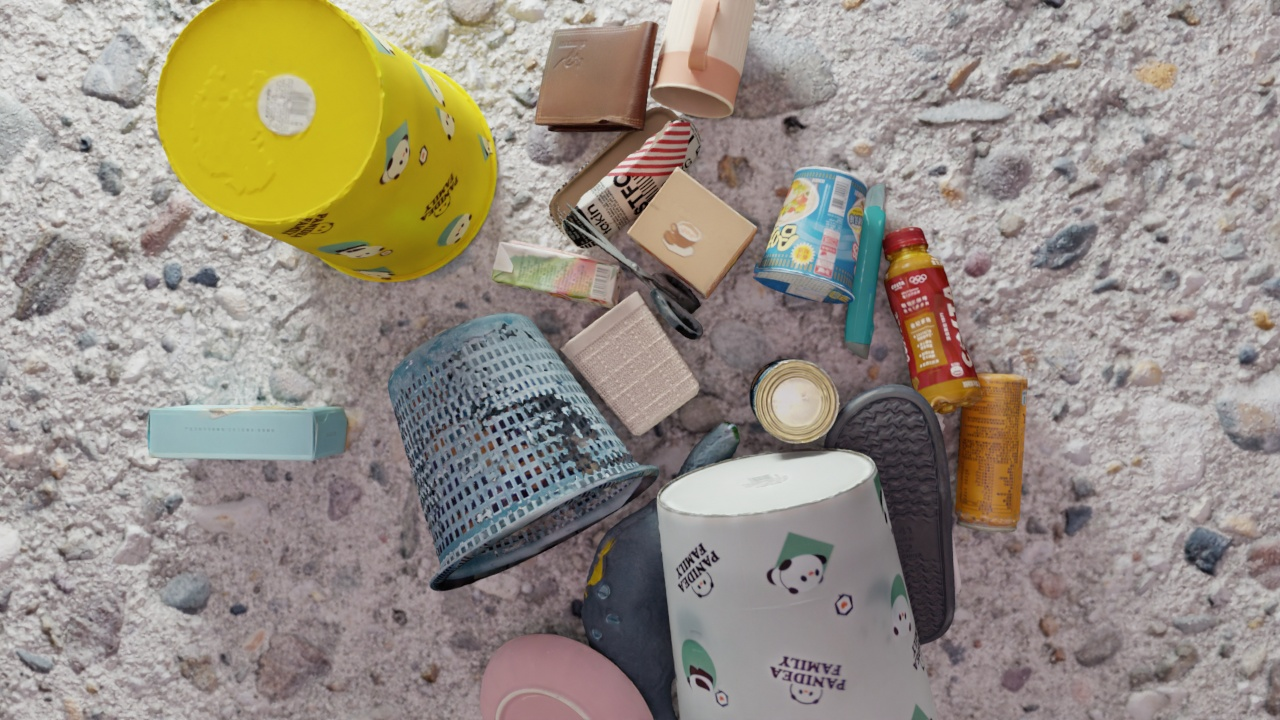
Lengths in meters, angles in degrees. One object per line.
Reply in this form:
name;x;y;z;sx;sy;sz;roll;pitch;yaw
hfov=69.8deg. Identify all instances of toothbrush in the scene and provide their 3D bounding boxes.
toothbrush;0.298;0.138;0.893;0.016;0.016;0.180;-8;90;-1

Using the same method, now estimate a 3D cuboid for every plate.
plate;-0.078;0.355;0.877;0.193;0.038;0.193;9;112;23

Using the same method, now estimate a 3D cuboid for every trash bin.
trash bin;-0.270;-0.194;0.818;0.230;0.255;0.229;0;90;5
trash bin;0.125;0.219;0.771;0.230;0.229;0.252;-10;97;5
trash bin;-0.125;0.072;0.843;0.226;0.226;0.195;-30;76;5

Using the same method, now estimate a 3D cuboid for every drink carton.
drink carton;-0.080;-0.086;0.903;0.122;0.053;0.045;12;90;4

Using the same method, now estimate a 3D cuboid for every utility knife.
utility knife;0.222;-0.088;0.897;0.029;0.013;0.174;8;88;2

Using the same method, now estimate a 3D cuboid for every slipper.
slipper;0.236;0.143;0.874;0.111;0.083;0.268;-10;108;11

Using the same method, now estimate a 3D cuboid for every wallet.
wallet;-0.042;-0.273;0.884;0.125;0.032;0.101;10;91;34

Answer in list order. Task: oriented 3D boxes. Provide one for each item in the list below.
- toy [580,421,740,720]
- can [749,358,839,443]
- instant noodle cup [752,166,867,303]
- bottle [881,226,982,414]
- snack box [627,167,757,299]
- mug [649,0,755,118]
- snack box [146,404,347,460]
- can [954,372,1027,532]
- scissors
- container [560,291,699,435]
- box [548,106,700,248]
toy;0.016;0.225;0.880;0.138;0.091;0.356;11;95;3
can;0.141;0.036;0.856;0.075;0.111;0.075;0;91;5
instant noodle cup;0.166;-0.120;0.865;0.099;0.099;0.110;16;86;4
bottle;0.268;-0.039;0.859;0.057;0.057;0.174;-13;74;5
snack box;0.050;-0.118;0.871;0.093;0.094;0.077;38;94;3
mug;0.059;-0.296;0.858;0.082;0.114;0.106;13;89;4
snack box;-0.393;0.071;0.923;0.175;0.074;0.051;1;91;5
can;0.331;0.085;0.867;0.058;0.058;0.146;3;91;5
scissors;-0.001;-0.081;0.857;0.014;0.164;0.162;-41;65;23
container;-0.005;0.005;0.882;0.090;0.090;0.111;-36;91;4
box;-0.019;-0.182;0.899;0.163;0.076;0.086;-44;53;2
